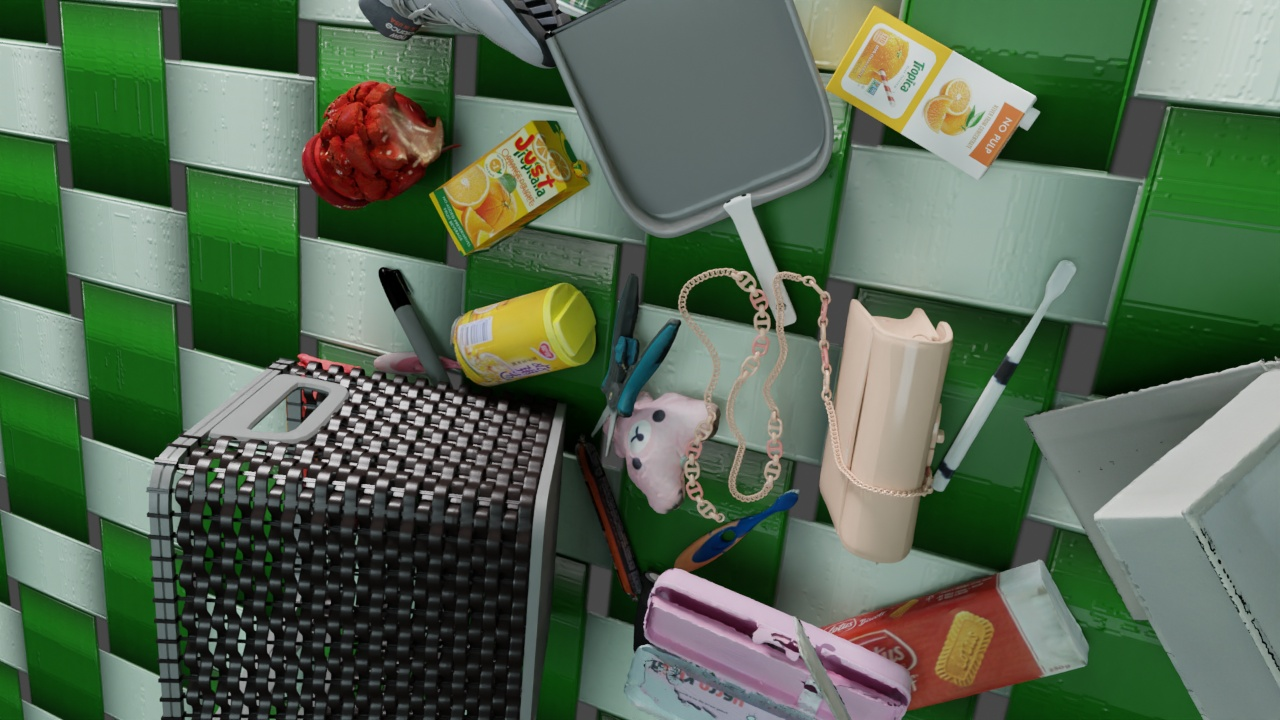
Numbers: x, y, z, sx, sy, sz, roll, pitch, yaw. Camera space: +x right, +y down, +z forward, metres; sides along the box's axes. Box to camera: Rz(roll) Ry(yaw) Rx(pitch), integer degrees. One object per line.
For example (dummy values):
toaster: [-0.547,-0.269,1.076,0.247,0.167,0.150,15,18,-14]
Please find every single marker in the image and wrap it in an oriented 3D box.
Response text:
marker: [-0.199,-0.027,0.817,0.022,0.016,0.138,-33,78,10]

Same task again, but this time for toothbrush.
toothbrush: [-0.187,0.003,0.831,0.135,0.016,0.021,1,103,27]
toothbrush: [0.077,0.139,0.747,0.135,0.017,0.021,-39,82,30]
toothbrush: [0.249,0.014,0.636,0.012,0.017,0.187,30,116,18]

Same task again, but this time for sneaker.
sneaker: [-0.154,-0.290,0.706,0.125,0.088,0.239,-39,77,32]

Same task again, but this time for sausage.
sausage: [-0.027,0.136,0.789,0.020,0.020,0.155,-16,96,27]

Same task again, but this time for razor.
razor: [0.024,0.259,0.782,0.060,0.057,0.156,-3,104,-8]

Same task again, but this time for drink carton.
drink carton: [0.191,-0.172,0.597,0.122,0.040,0.059,35,115,12]
drink carton: [-0.104,-0.140,0.740,0.123,0.041,0.058,-27,91,27]

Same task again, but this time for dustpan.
dustpan: [0.059,-0.140,0.650,0.163,0.033,0.258,-20,114,17]

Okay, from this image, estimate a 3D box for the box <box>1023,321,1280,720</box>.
box: [0.363,0.080,0.593,0.165,0.445,0.167,-28,91,17]

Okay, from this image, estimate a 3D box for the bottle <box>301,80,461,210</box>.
bottle: [-0.214,-0.179,0.756,0.111,0.098,0.099,-23,93,39]

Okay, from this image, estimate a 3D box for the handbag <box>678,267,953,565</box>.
handbag: [0.108,0.050,0.628,0.187,0.116,0.199,7,107,5]

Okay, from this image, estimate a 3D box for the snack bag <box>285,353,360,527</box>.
snack bag: [-0.293,0.085,0.864,0.082,0.082,0.176,10,107,22]

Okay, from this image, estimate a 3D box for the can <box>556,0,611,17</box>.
can: [-0.010,-0.295,0.642,0.067,0.067,0.121,28,113,15]

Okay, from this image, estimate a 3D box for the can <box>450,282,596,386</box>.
can: [-0.095,-0.020,0.752,0.105,0.067,0.067,-13,98,27]

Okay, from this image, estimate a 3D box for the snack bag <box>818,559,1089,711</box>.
snack bag: [0.210,0.220,0.693,0.226,0.041,0.077,-27,93,26]

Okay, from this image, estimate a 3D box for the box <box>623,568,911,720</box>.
box: [0.092,0.250,0.708,0.201,0.041,0.154,21,128,13]

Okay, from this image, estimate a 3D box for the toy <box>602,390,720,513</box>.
toy: [0.010,0.061,0.736,0.096,0.052,0.099,32,105,28]

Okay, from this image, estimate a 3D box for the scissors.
scissors: [-0.004,0.004,0.709,0.118,0.019,0.148,2,83,63]

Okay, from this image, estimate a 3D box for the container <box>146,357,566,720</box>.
container: [-0.193,0.155,0.713,0.243,0.247,0.246,5,107,-2]
